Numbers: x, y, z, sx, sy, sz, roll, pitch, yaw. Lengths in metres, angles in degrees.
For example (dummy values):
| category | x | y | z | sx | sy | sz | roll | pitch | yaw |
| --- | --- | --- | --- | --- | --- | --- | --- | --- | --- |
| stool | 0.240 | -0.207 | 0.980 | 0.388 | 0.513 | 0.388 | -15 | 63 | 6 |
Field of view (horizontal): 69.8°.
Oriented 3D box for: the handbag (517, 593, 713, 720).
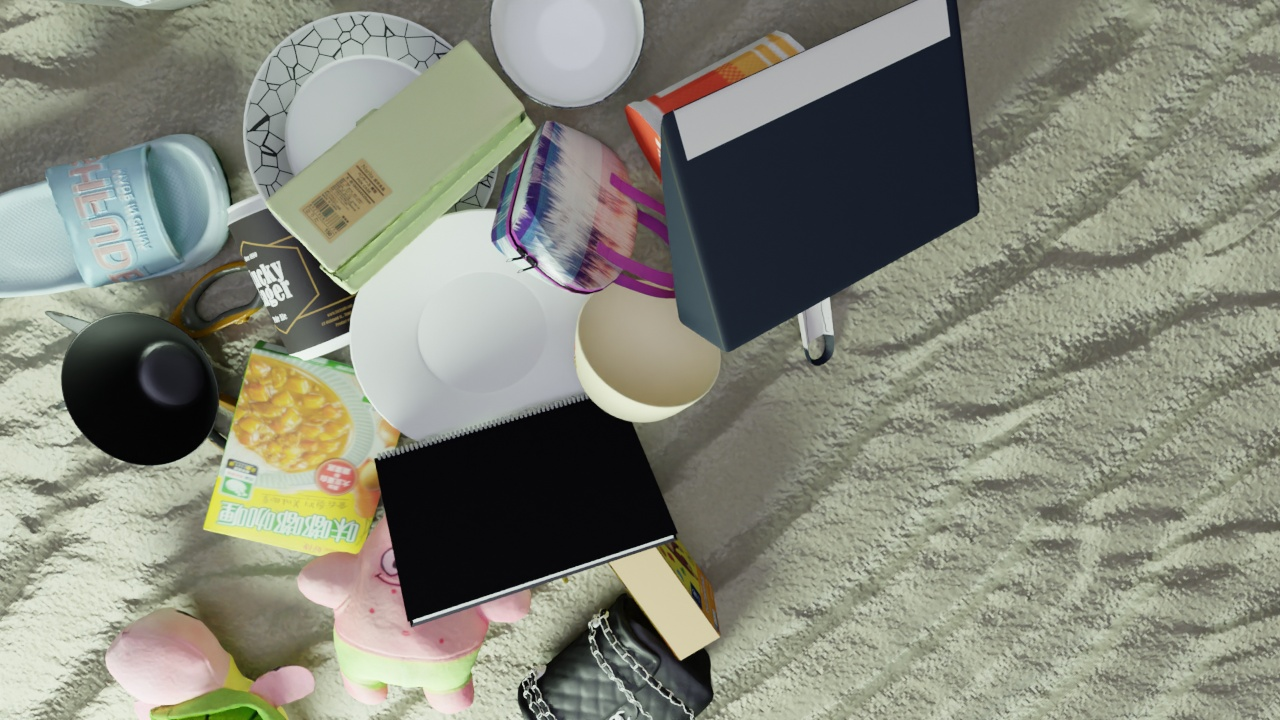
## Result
| category | x | y | z | sx | sy | sz | roll | pitch | yaw |
| --- | --- | --- | --- | --- | --- | --- | --- | --- | --- |
| handbag | -0.026 | 0.294 | 0.792 | 0.154 | 0.114 | 0.125 | -43 | 97 | 13 |

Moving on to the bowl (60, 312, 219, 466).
| category | x | y | z | sx | sy | sz | roll | pitch | yaw |
| --- | --- | --- | --- | --- | --- | --- | --- | --- | --- |
| bowl | -0.388 | 0.018 | 0.738 | 0.124 | 0.052 | 0.124 | 0 | 104 | 2 |

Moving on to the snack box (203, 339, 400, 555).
| category | x | y | z | sx | sy | sz | roll | pitch | yaw |
| --- | --- | --- | --- | --- | --- | --- | --- | --- | --- |
| snack box | -0.279 | 0.080 | 0.774 | 0.132 | 0.027 | 0.168 | 17 | 103 | -15 |

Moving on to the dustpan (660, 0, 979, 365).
| category | x | y | z | sx | sy | sz | roll | pitch | yaw |
| --- | --- | --- | --- | --- | --- | --- | --- | --- | --- |
| dustpan | 0.131 | -0.099 | 0.678 | 0.236 | 0.080 | 0.273 | -28 | 121 | -16 |

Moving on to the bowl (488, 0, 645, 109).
| category | x | y | z | sx | sy | sz | roll | pitch | yaw |
| --- | --- | --- | --- | --- | --- | --- | --- | --- | --- |
| bowl | -0.053 | -0.246 | 0.688 | 0.113 | 0.063 | 0.113 | 0 | 103 | -1 |

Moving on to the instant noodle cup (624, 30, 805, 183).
| category | x | y | z | sx | sy | sz | roll | pitch | yaw |
| --- | --- | --- | --- | --- | --- | --- | --- | --- | --- |
| instant noodle cup | 0.073 | -0.170 | 0.684 | 0.121 | 0.123 | 0.123 | -34 | 101 | 0 |

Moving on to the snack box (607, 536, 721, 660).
| category | x | y | z | sx | sy | sz | roll | pitch | yaw |
| --- | --- | --- | --- | --- | --- | --- | --- | --- | --- |
| snack box | 0.013 | 0.173 | 0.775 | 0.040 | 0.088 | 0.126 | -33 | 101 | 7 |

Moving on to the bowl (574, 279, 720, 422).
| category | x | y | z | sx | sy | sz | roll | pitch | yaw |
| --- | --- | --- | --- | --- | --- | --- | --- | --- | --- |
| bowl | -0.004 | 0.004 | 0.737 | 0.118 | 0.117 | 0.074 | 25 | 142 | -6 |

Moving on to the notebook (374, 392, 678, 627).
| category | x | y | z | sx | sy | sz | roll | pitch | yaw |
| --- | --- | --- | --- | --- | --- | --- | --- | --- | --- |
| notebook | -0.094 | 0.106 | 0.721 | 0.206 | 0.149 | 0.016 | -16 | 145 | -11 |

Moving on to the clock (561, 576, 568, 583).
| category | x | y | z | sx | sy | sz | roll | pitch | yaw |
| --- | --- | --- | --- | --- | --- | --- | --- | --- | --- |
| clock | -0.100 | 0.131 | 0.760 | 0.129 | 0.052 | 0.090 | 33 | 58 | -23 |

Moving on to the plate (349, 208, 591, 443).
| category | x | y | z | sx | sy | sz | roll | pitch | yaw |
| --- | --- | --- | --- | --- | --- | --- | --- | --- | --- |
| plate | -0.127 | -0.021 | 0.745 | 0.208 | 0.015 | 0.209 | -6 | 113 | -15 |

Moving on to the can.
| category | x | y | z | sx | sy | sz | roll | pitch | yaw |
| --- | --- | --- | --- | --- | --- | --- | --- | --- | --- |
| can | -0.268 | -0.070 | 0.726 | 0.072 | 0.072 | 0.128 | -20 | 102 | 4 |

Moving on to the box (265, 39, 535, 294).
| category | x | y | z | sx | sy | sz | roll | pitch | yaw |
| --- | --- | --- | --- | --- | --- | --- | --- | --- | --- |
| box | -0.170 | -0.136 | 0.678 | 0.187 | 0.083 | 0.091 | -43 | 96 | -13 |

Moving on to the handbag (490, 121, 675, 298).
| category | x | y | z | sx | sy | sz | roll | pitch | yaw |
| --- | --- | --- | --- | --- | --- | --- | --- | --- | --- |
| handbag | -0.021 | -0.100 | 0.708 | 0.170 | 0.144 | 0.068 | 23 | 147 | -23 |

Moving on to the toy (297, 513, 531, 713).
| category | x | y | z | sx | sy | sz | roll | pitch | yaw |
| --- | --- | --- | --- | --- | --- | --- | --- | --- | --- |
| toy | -0.188 | 0.186 | 0.778 | 0.192 | 0.097 | 0.237 | 7 | 93 | -11 |

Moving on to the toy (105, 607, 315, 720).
| category | x | y | z | sx | sy | sz | roll | pitch | yaw |
| --- | --- | --- | --- | --- | --- | --- | --- | --- | --- |
| toy | -0.377 | 0.321 | 0.811 | 0.190 | 0.087 | 0.238 | -13 | 109 | 16 |

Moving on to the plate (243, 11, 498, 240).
| category | x | y | z | sx | sy | sz | roll | pitch | yaw |
| --- | --- | --- | --- | --- | --- | --- | --- | --- | --- |
| plate | -0.202 | -0.166 | 0.704 | 0.188 | 0.016 | 0.188 | -5 | 101 | -24 |

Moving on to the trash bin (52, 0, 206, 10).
| category | x | y | z | sx | sy | sz | roll | pitch | yaw |
| --- | --- | --- | --- | --- | --- | --- | --- | --- | --- |
| trash bin | -0.335 | -0.329 | 0.588 | 0.197 | 0.220 | 0.197 | -14 | 103 | 3 |

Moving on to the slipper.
| category | x | y | z | sx | sy | sz | roll | pitch | yaw |
| --- | --- | --- | --- | --- | --- | --- | --- | --- | --- |
| slipper | -0.437 | -0.103 | 0.717 | 0.245 | 0.074 | 0.104 | -14 | 104 | 5 |

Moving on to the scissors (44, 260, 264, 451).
| category | x | y | z | sx | sy | sz | roll | pitch | yaw |
| --- | --- | --- | --- | --- | --- | --- | --- | --- | --- |
| scissors | -0.384 | 0.011 | 0.773 | 0.225 | 0.016 | 0.225 | -29 | 102 | 6 |
